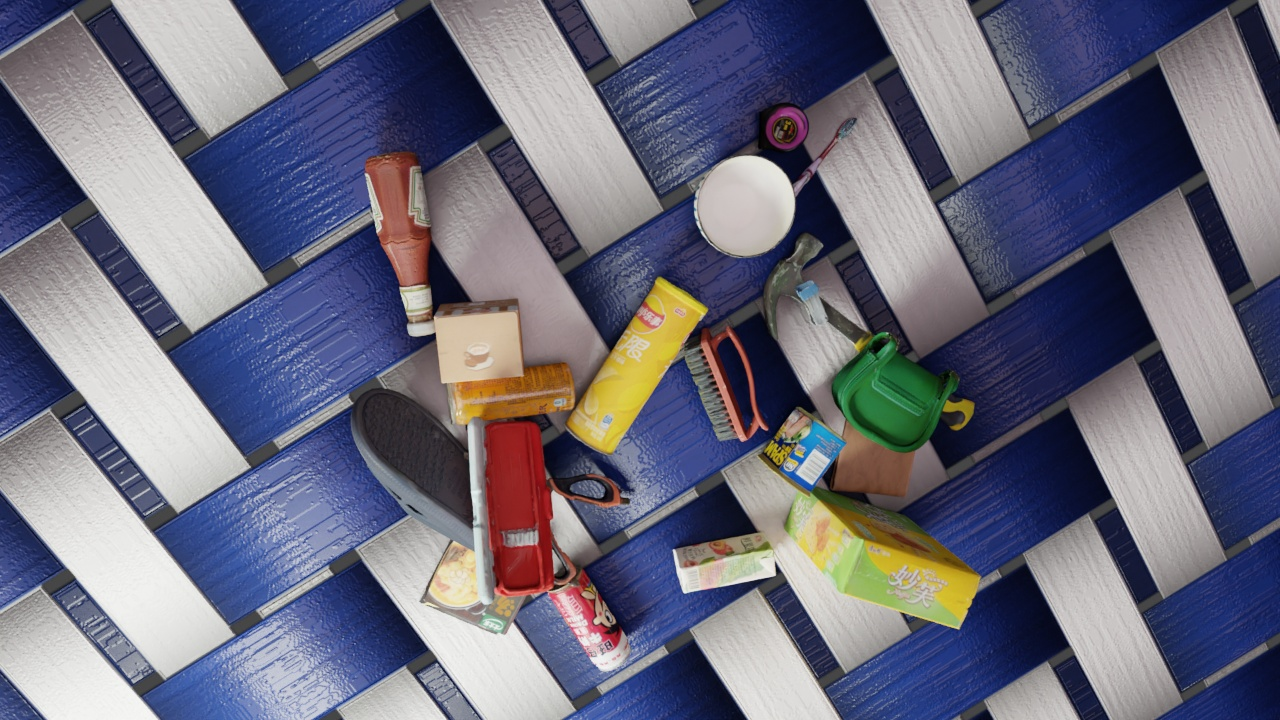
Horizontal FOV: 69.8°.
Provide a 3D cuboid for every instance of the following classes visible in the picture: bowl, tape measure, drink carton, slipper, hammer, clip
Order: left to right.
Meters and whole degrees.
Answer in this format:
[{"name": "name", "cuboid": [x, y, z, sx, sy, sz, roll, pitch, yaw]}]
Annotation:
[{"name": "slipper", "cuboid": [-0.246, 0.150, 1.073, 0.083, 0.110, 0.268, -32, 114, 29]}, {"name": "drink carton", "cuboid": [0.107, 0.259, 1.169, 0.122, 0.053, 0.045, -10, 107, -5]}, {"name": "bowl", "cuboid": [0.116, -0.181, 1.071, 0.116, 0.066, 0.116, -1, 101, -8]}, {"name": "tape measure", "cuboid": [0.166, -0.272, 1.073, 0.058, 0.039, 0.057, -2, 102, -2]}, {"name": "clip", "cuboid": [0.207, -0.067, 1.099, 0.027, 0.043, 0.058, -29, 108, -3]}, {"name": "hammer", "cuboid": [0.287, -0.014, 1.146, 0.323, 0.032, 0.126, 36, 95, -13]}]

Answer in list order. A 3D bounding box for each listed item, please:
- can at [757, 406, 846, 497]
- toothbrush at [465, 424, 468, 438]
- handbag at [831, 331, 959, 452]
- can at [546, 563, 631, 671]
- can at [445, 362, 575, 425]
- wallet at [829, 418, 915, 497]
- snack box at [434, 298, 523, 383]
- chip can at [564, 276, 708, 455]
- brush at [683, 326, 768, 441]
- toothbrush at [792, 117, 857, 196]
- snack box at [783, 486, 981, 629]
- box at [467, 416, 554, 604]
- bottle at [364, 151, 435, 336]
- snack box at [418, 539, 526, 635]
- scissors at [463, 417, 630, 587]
[{"name": "can", "cuboid": [0.198, 0.109, 1.125, 0.057, 0.102, 0.083, 35, 93, -13]}, {"name": "toothbrush", "cuboid": [-0.202, 0.105, 1.118, 0.014, 0.017, 0.189, -10, 104, 5]}, {"name": "handbag", "cuboid": [0.305, 0.038, 1.105, 0.131, 0.068, 0.120, 29, 109, -13]}, {"name": "can", "cuboid": [-0.065, 0.326, 1.162, 0.053, 0.053, 0.133, -30, 104, 0]}, {"name": "can", "cuboid": [-0.152, 0.039, 1.078, 0.146, 0.058, 0.058, -7, 103, -15]}, {"name": "wallet", "cuboid": [0.303, 0.118, 1.177, 0.101, 0.020, 0.115, 7, 104, -9]}, {"name": "snack box", "cuboid": [-0.183, -0.024, 1.053, 0.092, 0.094, 0.077, -5, 102, -6]}, {"name": "chip can", "cuboid": [-0.006, 0.006, 1.094, 0.072, 0.072, 0.213, 32, 97, -12]}, {"name": "brush", "cuboid": [0.106, 0.032, 1.116, 0.069, 0.063, 0.146, -19, 105, 11]}, {"name": "toothbrush", "cuboid": [0.197, -0.216, 1.098, 0.016, 0.017, 0.187, 39, 94, -12]}, {"name": "snack box", "cuboid": [0.282, 0.228, 1.104, 0.157, 0.210, 0.070, 19, 97, -12]}, {"name": "box", "cuboid": [-0.157, 0.166, 1.033, 0.074, 0.154, 0.201, -11, 79, 25]}, {"name": "bottle", "cuboid": [-0.265, -0.130, 1.041, 0.059, 0.059, 0.206, -9, 103, -5]}, {"name": "snack box", "cuboid": [-0.200, 0.277, 1.141, 0.113, 0.053, 0.125, 26, 92, -12]}, {"name": "scissors", "cuboid": [-0.115, 0.169, 1.110, 0.225, 0.015, 0.188, 17, 73, -21]}]
